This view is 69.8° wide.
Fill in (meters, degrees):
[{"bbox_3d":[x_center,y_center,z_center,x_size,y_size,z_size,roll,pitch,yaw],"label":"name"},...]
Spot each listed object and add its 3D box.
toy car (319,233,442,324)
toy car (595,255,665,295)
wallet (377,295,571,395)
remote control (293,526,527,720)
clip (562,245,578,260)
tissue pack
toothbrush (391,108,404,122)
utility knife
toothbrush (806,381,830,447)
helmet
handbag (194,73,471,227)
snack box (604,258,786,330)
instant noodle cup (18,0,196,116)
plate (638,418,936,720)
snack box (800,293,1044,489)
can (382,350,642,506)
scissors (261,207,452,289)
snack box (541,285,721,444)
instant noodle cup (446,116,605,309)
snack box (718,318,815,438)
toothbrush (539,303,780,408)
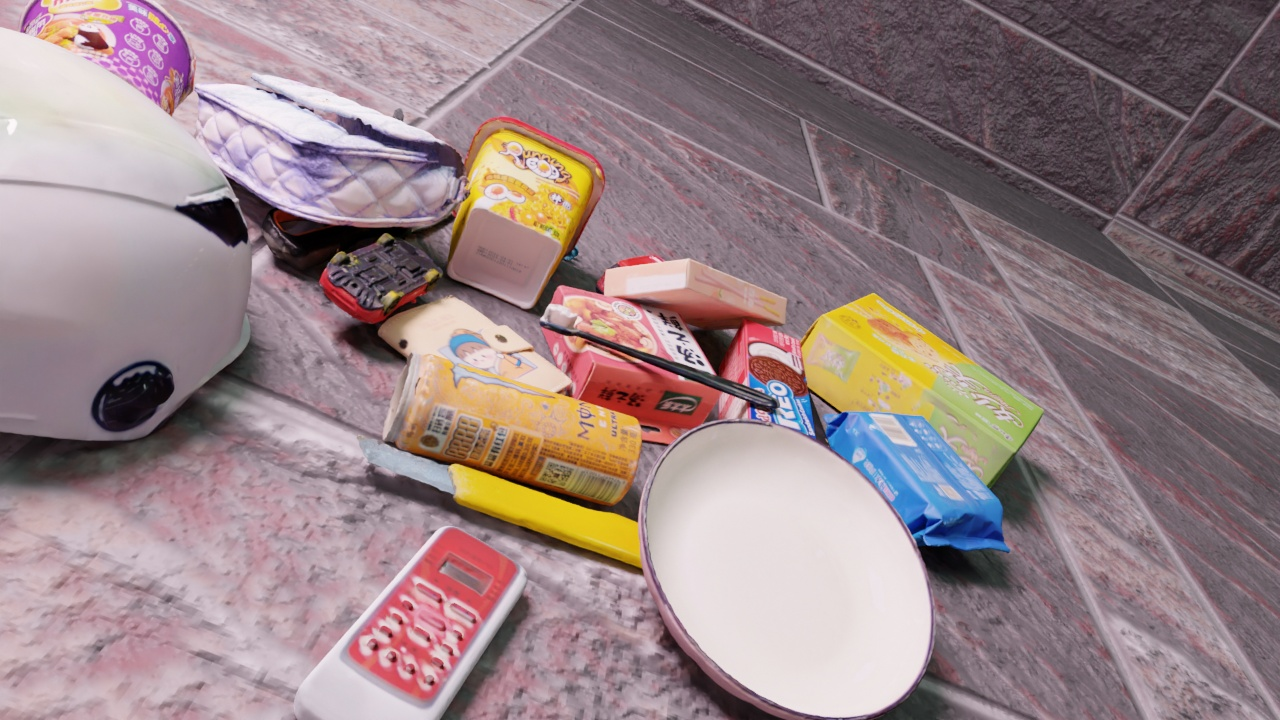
[{"bbox_3d":[-0.173,-0.056,0.621,0.049,0.031,0.106,38,25,-2],"label":"toy car"},{"bbox_3d":[0.012,-0.070,0.839,0.053,0.045,0.120,42,28,22],"label":"toy car"},{"bbox_3d":[-0.110,-0.001,0.631,0.115,0.024,0.087,34,32,13],"label":"wallet"},{"bbox_3d":[-0.099,0.126,0.422,0.056,0.020,0.135,31,27,4],"label":"remote control"},{"bbox_3d":[-0.084,-0.111,0.854,0.056,0.014,0.040,30,28,6],"label":"clip"},{"bbox_3d":[0.216,0.097,0.732,0.094,0.052,0.157,7,34,-32],"label":"tissue pack"},{"bbox_3d":[-0.238,-0.201,0.865,0.014,0.017,0.188,19,30,-19],"label":"toothbrush"},{"bbox_3d":[-0.065,0.084,0.527,0.206,0.015,0.033,23,28,-16],"label":"utility knife"},{"bbox_3d":[0.139,0.075,0.726,0.026,0.027,0.212,34,25,-22],"label":"toothbrush"},{"bbox_3d":[-0.307,-0.080,0.446,0.229,0.146,0.258,43,30,26],"label":"helmet"},{"bbox_3d":[-0.236,-0.160,0.684,0.194,0.076,0.134,29,22,34],"label":"handbag"},{"bbox_3d":[0.050,-0.053,0.779,0.085,0.026,0.157,-3,-10,38],"label":"snack box"},{"bbox_3d":[-0.370,-0.188,0.627,0.111,0.112,0.099,12,38,-29],"label":"instant noodle cup"},{"bbox_3d":[0.082,0.122,0.540,0.192,0.039,0.192,16,46,-17],"label":"plate"},{"bbox_3d":[0.264,0.029,0.873,0.210,0.070,0.157,38,28,19],"label":"snack box"},{"bbox_3d":[-0.074,0.042,0.548,0.146,0.058,0.058,19,29,-19],"label":"can"},{"bbox_3d":[-0.191,-0.091,0.720,0.162,0.022,0.233,47,27,20],"label":"scissors"},{"bbox_3d":[-0.004,0.004,0.694,0.113,0.044,0.127,11,32,-29],"label":"snack box"},{"bbox_3d":[-0.101,-0.117,0.753,0.116,0.116,0.123,23,39,-12],"label":"instant noodle cup"},{"bbox_3d":[0.094,0.042,0.707,0.057,0.058,0.207,22,28,-6],"label":"snack box"},{"bbox_3d":[0.016,-0.001,0.646,0.181,0.018,0.015,21,27,-5],"label":"toothbrush"}]
